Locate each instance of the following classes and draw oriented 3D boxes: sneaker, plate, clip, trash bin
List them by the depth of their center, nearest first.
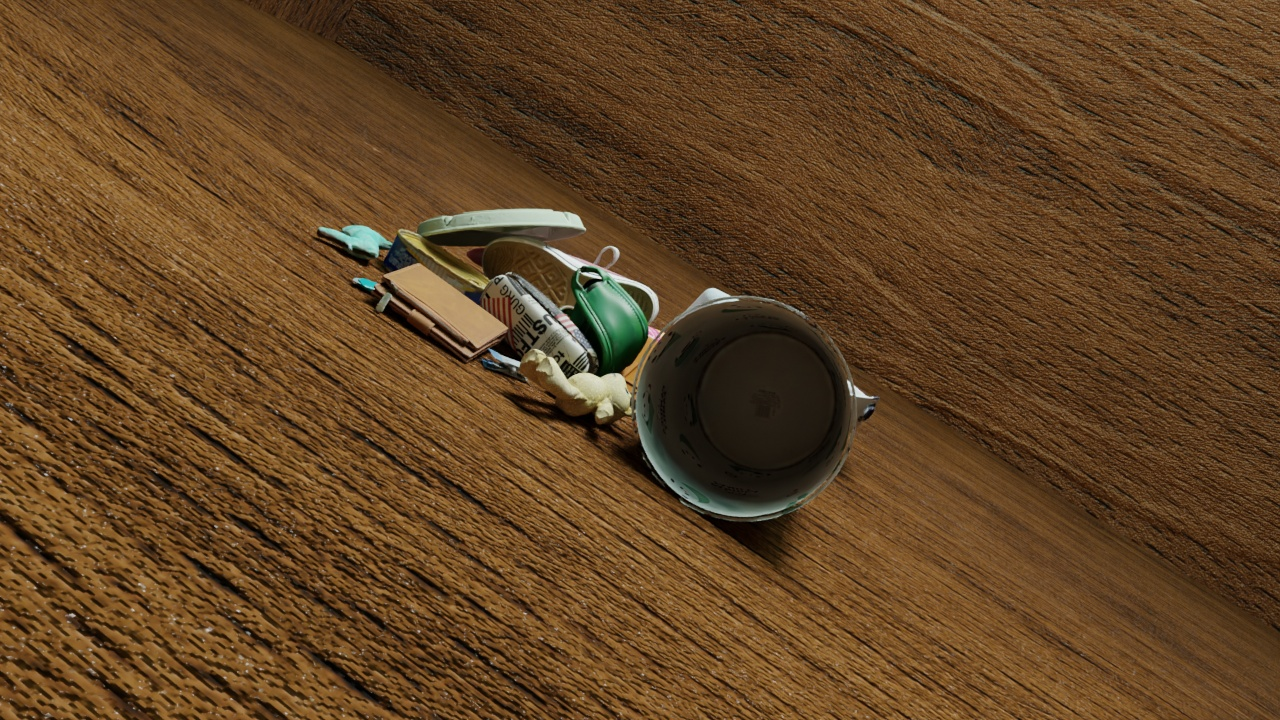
[{"bbox_3d":[-0.145,0.006,1.010,0.058,0.038,0.026,26,11,-31],"label":"clip"},{"bbox_3d":[0.130,0.049,1.048,0.229,0.230,0.251,34,8,12],"label":"trash bin"},{"bbox_3d":[-0.090,-0.102,1.218,0.241,0.118,0.087,18,13,3],"label":"sneaker"},{"bbox_3d":[-0.188,-0.178,1.234,0.230,0.027,0.230,-3,2,0],"label":"plate"}]

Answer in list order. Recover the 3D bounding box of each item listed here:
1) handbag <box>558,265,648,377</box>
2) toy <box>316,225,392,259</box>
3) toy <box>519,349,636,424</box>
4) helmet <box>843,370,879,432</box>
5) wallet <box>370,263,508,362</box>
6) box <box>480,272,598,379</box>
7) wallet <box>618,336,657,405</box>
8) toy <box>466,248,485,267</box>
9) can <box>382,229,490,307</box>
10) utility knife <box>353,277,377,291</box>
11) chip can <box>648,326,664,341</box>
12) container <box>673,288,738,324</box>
[{"bbox_3d":[-0.055,-0.039,1.112,0.120,0.067,0.132,54,-26,12],"label":"handbag"},{"bbox_3d":[-0.344,-0.146,1.115,0.096,0.030,0.092,19,14,-24],"label":"toy"},{"bbox_3d":[-0.067,0.029,0.993,0.105,0.066,0.157,19,-6,41],"label":"toy"},{"bbox_3d":[0.253,0.054,1.476,0.229,0.146,0.258,41,7,33],"label":"helmet"},{"bbox_3d":[-0.220,-0.054,1.008,0.130,0.035,0.118,36,24,3],"label":"wallet"},{"bbox_3d":[-0.109,-0.041,1.081,0.163,0.075,0.082,44,30,15],"label":"box"},{"bbox_3d":[-0.007,0.007,1.187,0.132,0.031,0.107,31,50,32],"label":"wallet"},{"bbox_3d":[-0.161,-0.117,1.323,0.195,0.075,0.178,30,11,29],"label":"toy"},{"bbox_3d":[-0.246,-0.103,1.129,0.148,0.049,0.074,33,13,9],"label":"can"},{"bbox_3d":[-0.253,-0.064,1.042,0.157,0.013,0.029,22,16,-34],"label":"utility knife"},{"bbox_3d":[-0.002,-0.019,1.328,0.210,0.071,0.071,19,17,-44],"label":"chip can"},{"bbox_3d":[0.122,-0.030,1.343,0.090,0.090,0.111,20,32,-45],"label":"container"}]
